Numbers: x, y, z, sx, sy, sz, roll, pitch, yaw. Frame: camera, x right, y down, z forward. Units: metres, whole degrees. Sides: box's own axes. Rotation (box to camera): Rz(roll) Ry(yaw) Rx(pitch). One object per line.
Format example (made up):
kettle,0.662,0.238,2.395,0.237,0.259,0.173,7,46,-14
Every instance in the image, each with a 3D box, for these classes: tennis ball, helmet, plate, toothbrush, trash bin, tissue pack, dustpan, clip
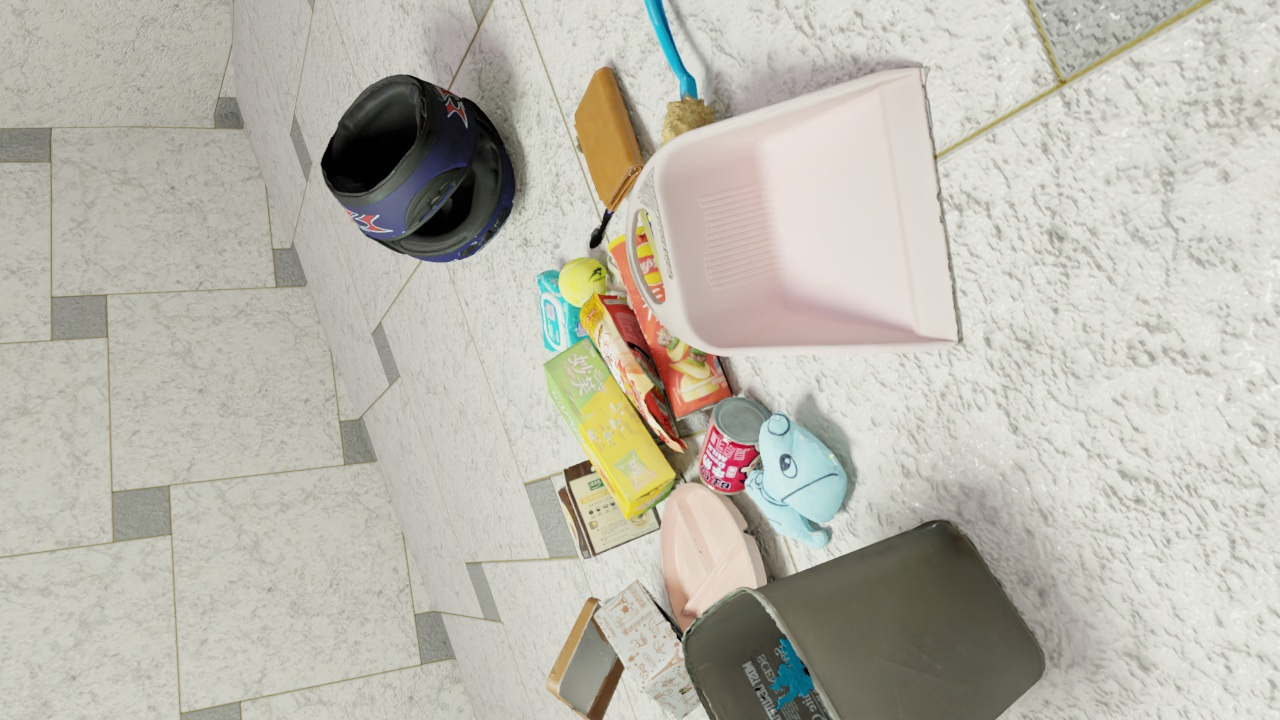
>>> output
tennis ball,-0.073,-0.102,1.191,0.065,0.065,0.066,39,139,46
helmet,-0.297,-0.256,1.313,0.240,0.247,0.315,38,-174,-40
plate,0.087,0.259,1.108,0.230,0.028,0.230,24,117,60
toothbrush,-0.033,-0.193,1.121,0.189,0.014,0.016,126,146,-56
trash bin,0.186,0.257,0.769,0.199,0.219,0.199,60,150,20
tissue pack,-0.102,-0.055,1.289,0.093,0.050,0.134,30,132,51
dustpan,0.111,-0.101,0.776,0.274,0.138,0.222,3,108,62
clip,-0.010,-0.094,1.109,0.100,0.071,0.035,46,139,49

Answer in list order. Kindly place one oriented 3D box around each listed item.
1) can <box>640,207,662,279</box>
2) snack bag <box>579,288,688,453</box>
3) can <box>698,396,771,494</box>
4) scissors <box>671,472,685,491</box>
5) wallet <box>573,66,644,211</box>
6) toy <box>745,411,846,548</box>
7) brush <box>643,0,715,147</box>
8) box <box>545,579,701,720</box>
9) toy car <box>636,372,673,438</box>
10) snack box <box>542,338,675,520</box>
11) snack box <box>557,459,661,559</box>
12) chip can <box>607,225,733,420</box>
can,0.053,-0.134,0.952,0.083,0.057,0.102,-20,89,60
snack bag,-0.006,0.006,1.078,0.129,0.073,0.207,63,180,-44
can,0.100,0.094,0.990,0.066,0.066,0.094,52,146,33
scissors,0.086,0.222,1.155,0.157,0.012,0.165,3,108,63
wallet,-0.039,-0.253,1.062,0.108,0.031,0.131,-46,57,59
toy,0.157,0.123,0.922,0.157,0.049,0.161,-21,104,55
brush,0.033,-0.284,0.895,0.046,0.083,0.254,-23,78,46
box,-0.026,0.410,1.217,0.155,0.187,0.183,47,173,39
toy car,0.014,0.055,1.164,0.043,0.034,0.090,21,123,60
snack box,-0.042,0.092,1.177,0.210,0.070,0.158,56,169,13
snack box,-0.044,0.195,1.267,0.053,0.113,0.125,-37,72,62
chip can,0.033,-0.043,1.025,0.073,0.073,0.216,-30,79,62
